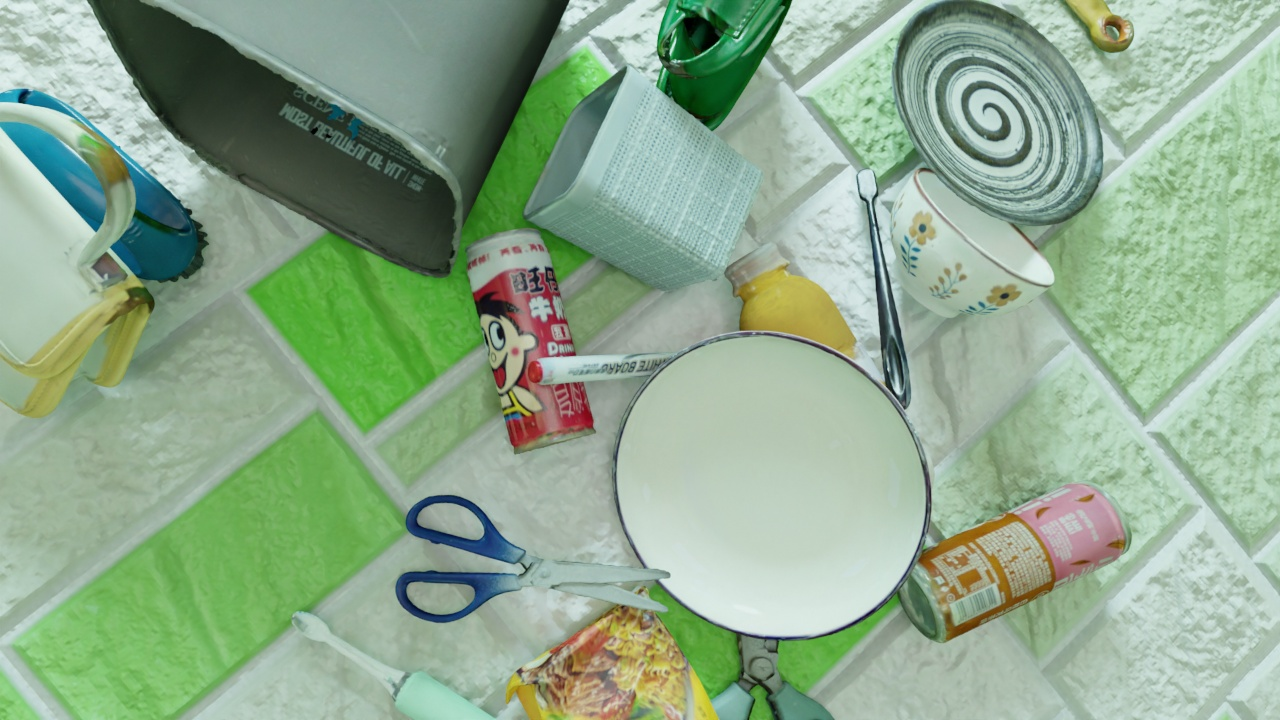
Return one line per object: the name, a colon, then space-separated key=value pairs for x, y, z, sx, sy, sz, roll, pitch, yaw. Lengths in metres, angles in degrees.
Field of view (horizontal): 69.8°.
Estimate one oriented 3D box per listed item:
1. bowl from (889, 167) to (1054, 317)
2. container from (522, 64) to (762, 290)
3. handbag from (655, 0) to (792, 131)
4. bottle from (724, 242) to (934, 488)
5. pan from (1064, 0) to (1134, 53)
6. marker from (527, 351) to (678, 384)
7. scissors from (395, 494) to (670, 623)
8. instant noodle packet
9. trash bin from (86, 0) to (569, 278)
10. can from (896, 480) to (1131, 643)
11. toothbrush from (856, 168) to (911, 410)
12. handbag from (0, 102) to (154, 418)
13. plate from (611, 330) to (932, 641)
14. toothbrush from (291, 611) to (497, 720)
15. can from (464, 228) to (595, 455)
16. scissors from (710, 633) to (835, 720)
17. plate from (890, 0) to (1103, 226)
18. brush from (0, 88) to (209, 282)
bowl: x=0.209 y=-0.068 z=0.609 sx=0.113 sy=0.113 sz=0.062 roll=33 pitch=123 yaw=-4
container: x=0.004 y=-0.105 z=0.567 sx=0.111 sy=0.090 sz=0.089 roll=29 pitch=75 yaw=-22
handbag: x=0.047 y=-0.209 z=0.574 sx=0.068 sy=0.131 sz=0.120 roll=30 pitch=83 yaw=-1
bottle: x=0.117 y=0.013 z=0.592 sx=0.068 sy=0.068 sz=0.189 roll=-30 pitch=89 yaw=-11
pan: x=0.250 y=-0.374 z=0.668 sx=0.197 sy=0.078 sz=0.357 roll=-39 pitch=85 yaw=-8
marker: x=-0.003 y=0.003 z=0.570 sx=0.145 sy=0.017 sz=0.017 roll=-3 pitch=84 yaw=-36
scissors: x=-0.067 y=0.119 z=0.562 sx=0.172 sy=0.012 sz=0.132 roll=-22 pitch=81 yaw=1
instant noodle packet: x=-0.007 y=0.219 z=0.550 sx=0.110 sy=0.044 sz=0.128 roll=-30 pitch=78 yaw=-17
trash bin: x=-0.143 y=-0.198 z=0.521 sx=0.199 sy=0.199 sz=0.219 roll=28 pitch=73 yaw=-7
can: x=0.244 y=0.131 z=0.605 sx=0.147 sy=0.058 sz=0.058 roll=-21 pitch=87 yaw=-11
toothbrush: x=0.159 y=-0.050 z=0.601 sx=0.016 sy=0.018 sz=0.180 roll=-8 pitch=62 yaw=14
handbag: x=-0.331 y=-0.071 z=0.478 sx=0.163 sy=0.179 sz=0.063 roll=48 pitch=36 yaw=-2
plate: x=0.078 y=0.074 z=0.560 sx=0.193 sy=0.039 sz=0.192 roll=4 pitch=102 yaw=20
toothbrush: x=-0.115 y=0.215 z=0.555 sx=0.224 sy=0.027 sz=0.026 roll=35 pitch=66 yaw=-4
can: x=-0.070 y=-0.012 z=0.573 sx=0.053 sy=0.053 sz=0.132 roll=-14 pitch=86 yaw=-10
scissors: x=0.064 y=0.227 z=0.586 sx=0.143 sy=0.019 sz=0.180 roll=-11 pitch=87 yaw=-10
plate: x=0.247 y=-0.171 z=0.641 sx=0.179 sy=0.024 sz=0.179 roll=6 pitch=70 yaw=-18
brush: x=-0.321 y=-0.103 z=0.532 sx=0.144 sy=0.073 sz=0.055 roll=42 pitch=82 yaw=-3
